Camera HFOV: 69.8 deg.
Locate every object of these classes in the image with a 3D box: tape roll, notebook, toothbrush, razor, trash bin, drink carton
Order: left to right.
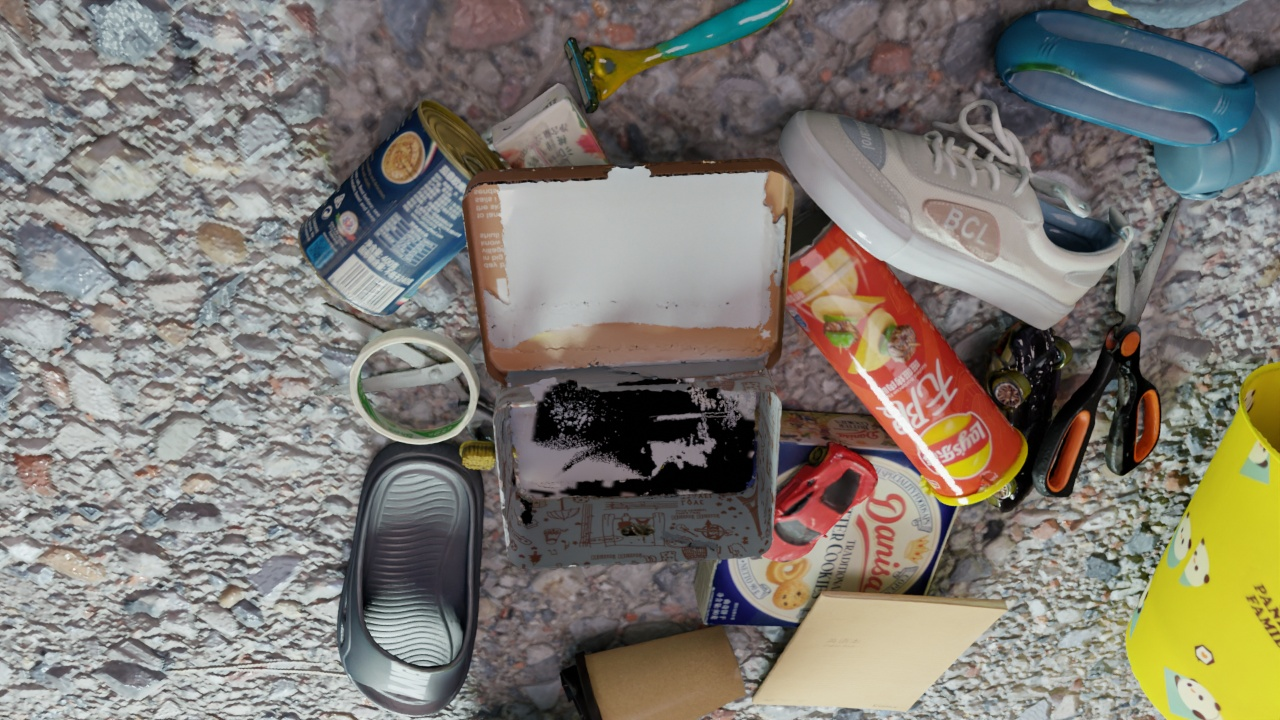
[{"bbox_3d":[-0.152,0.018,0.622,0.086,0.013,0.086,0,119,0],"label":"tape roll"},{"bbox_3d":[-0.035,-0.100,0.561,0.053,0.045,0.122,-30,119,9],"label":"drink carton"},{"bbox_3d":[-0.035,0.073,0.665,0.190,0.016,0.016,5,121,-17],"label":"toothbrush"},{"bbox_3d":[0.024,-0.184,0.528,0.133,0.028,0.043,-19,89,7],"label":"razor"},{"bbox_3d":[0.191,0.249,0.772,0.149,0.012,0.212,5,138,-8],"label":"notebook"},{"bbox_3d":[0.512,0.167,0.688,0.229,0.229,0.256,3,125,-8],"label":"trash bin"}]

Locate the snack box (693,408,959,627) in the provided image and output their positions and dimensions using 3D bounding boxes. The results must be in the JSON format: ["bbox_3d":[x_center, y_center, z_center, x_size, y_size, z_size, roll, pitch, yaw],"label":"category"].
[{"bbox_3d":[0.147,0.128,0.715,0.182,0.045,0.178,4,119,-9],"label":"snack box"}]

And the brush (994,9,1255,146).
[{"bbox_3d":[0.275,-0.161,0.523,0.144,0.073,0.055,21,109,9],"label":"brush"}]

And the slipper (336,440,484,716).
[{"bbox_3d":[-0.176,0.186,0.691,0.110,0.083,0.269,7,117,-9],"label":"slipper"}]

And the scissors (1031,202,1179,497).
[{"bbox_3d":[0.352,0.002,0.672,0.204,0.022,0.225,24,99,-35],"label":"scissors"}]

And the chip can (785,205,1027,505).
[{"bbox_3d":[0.166,-0.002,0.602,0.073,0.073,0.216,-37,106,14],"label":"chip can"}]

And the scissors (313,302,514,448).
[{"bbox_3d":[-0.135,0.007,0.630,0.160,0.014,0.181,-38,116,15],"label":"scissors"}]

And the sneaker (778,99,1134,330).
[{"bbox_3d":[0.200,-0.100,0.559,0.242,0.089,0.091,22,130,-22],"label":"sneaker"}]

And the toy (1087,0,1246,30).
[{"bbox_3d":[0.279,-0.257,0.490,0.356,0.091,0.138,20,88,-18],"label":"toy"}]

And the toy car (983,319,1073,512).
[{"bbox_3d":[0.277,0.043,0.674,0.070,0.042,0.158,-29,126,-31],"label":"toy car"}]

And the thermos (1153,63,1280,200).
[{"bbox_3d":[0.437,-0.165,0.568,0.220,0.070,0.070,-21,120,6],"label":"thermos"}]

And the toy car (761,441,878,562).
[{"bbox_3d":[0.121,0.106,0.656,0.049,0.031,0.106,33,112,-20],"label":"toy car"}]

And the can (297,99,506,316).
[{"bbox_3d":[-0.138,-0.087,0.539,0.111,0.075,0.075,-39,117,16],"label":"can"}]

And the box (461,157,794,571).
[{"bbox_3d":[-0.003,0.003,0.558,0.177,0.082,0.261,-3,121,-1],"label":"box"}]

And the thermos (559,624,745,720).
[{"bbox_3d":[0.010,0.271,0.763,0.143,0.093,0.093,-18,121,-6],"label":"thermos"}]
